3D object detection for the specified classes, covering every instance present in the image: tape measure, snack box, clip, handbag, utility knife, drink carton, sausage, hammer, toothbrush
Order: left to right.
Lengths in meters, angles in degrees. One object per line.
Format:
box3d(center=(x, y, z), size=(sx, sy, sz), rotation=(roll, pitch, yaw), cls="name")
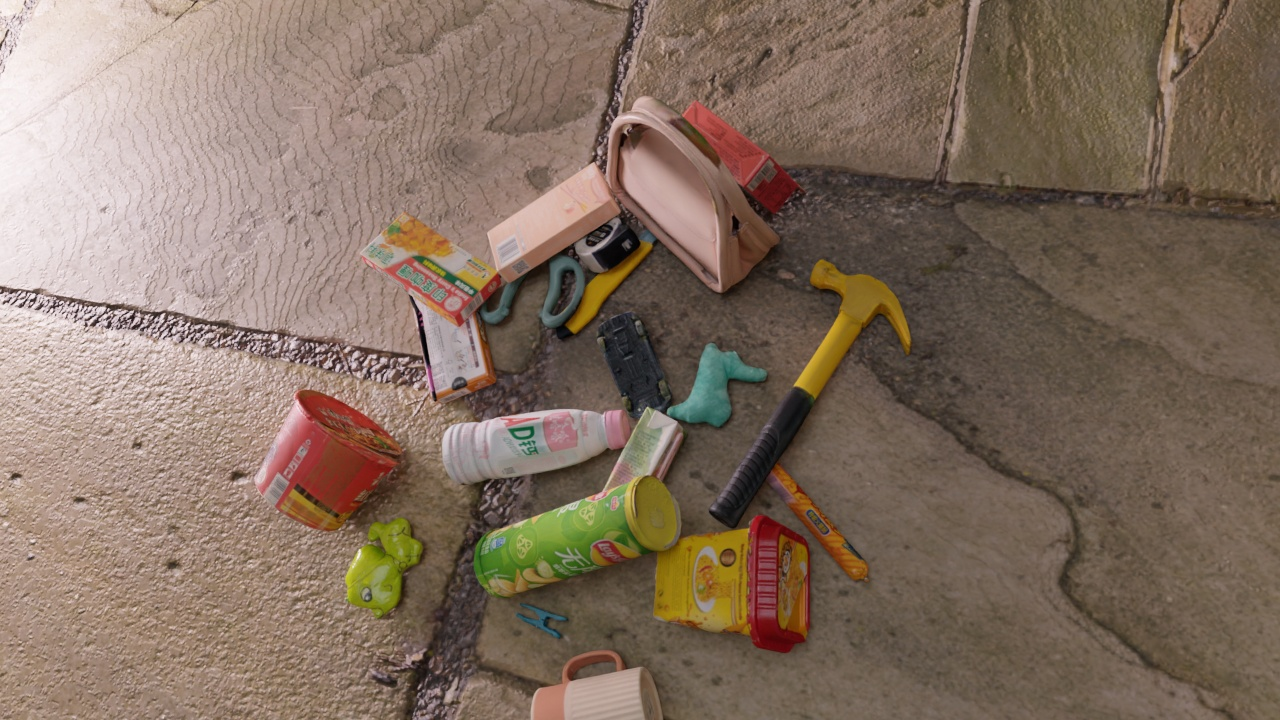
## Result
box3d(center=(-0.253, -0.036, 1.071), size=(0.018, 0.014, 0.189), rotation=(-18, 65, 1), cls="toothbrush")
box3d(center=(-0.247, -0.109, 1.081), size=(0.156, 0.027, 0.076), rotation=(33, 68, 19), cls="snack box")
box3d(center=(-0.222, -0.031, 1.083), size=(0.075, 0.026, 0.153), rotation=(-21, 65, 9), cls="snack box")
box3d(center=(-0.102, 0.266, 0.942), size=(0.057, 0.014, 0.047), rotation=(18, 78, 23), cls="clip")
box3d(center=(-0.103, -0.161, 1.071), size=(0.157, 0.026, 0.084), rotation=(-31, 44, 9), cls="snack box")
box3d(center=(-0.040, -0.134, 1.049), size=(0.066, 0.033, 0.065), rotation=(-39, 35, 1), cls="tape measure")
box3d(center=(-0.022, -0.104, 1.053), size=(0.216, 0.015, 0.033), rotation=(-46, 68, -3), cls="utility knife")
box3d(center=(0.002, 0.114, 0.944), size=(0.045, 0.053, 0.122), rotation=(26, 80, 22), cls="drink carton")
box3d(center=(0.045, -0.183, 0.933), size=(0.093, 0.234, 0.193), rotation=(-45, 74, -3), cls="handbag")
box3d(center=(0.108, -0.216, 1.001), size=(0.113, 0.127, 0.044), rotation=(44, 102, 26), cls="snack box")
box3d(center=(0.163, 0.036, 0.919), size=(0.129, 0.033, 0.300), rotation=(29, 74, 24), cls="hammer")
box3d(center=(0.166, 0.151, 0.897), size=(0.021, 0.021, 0.165), rotation=(-40, 64, 0), cls="sausage")

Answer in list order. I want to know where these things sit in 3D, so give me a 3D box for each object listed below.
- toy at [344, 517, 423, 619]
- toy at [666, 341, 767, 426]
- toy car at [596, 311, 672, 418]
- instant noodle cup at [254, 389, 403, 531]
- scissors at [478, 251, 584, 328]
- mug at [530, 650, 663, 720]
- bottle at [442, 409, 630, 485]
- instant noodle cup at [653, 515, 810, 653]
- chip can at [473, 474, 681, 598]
box3d(center=(-0.283, 0.225, 1.004), size=(0.100, 0.031, 0.096), rotation=(-37, 64, -4), cls="toy")
box3d(center=(0.082, 0.026, 0.966), size=(0.096, 0.030, 0.091), rotation=(10, 76, 14), cls="toy")
box3d(center=(-0.006, 0.006, 0.998), size=(0.054, 0.037, 0.120), rotation=(-24, 75, 7), cls="toy car")
box3d(center=(-0.350, 0.113, 1.014), size=(0.138, 0.138, 0.108), rotation=(37, 92, 25), cls="instant noodle cup")
box3d(center=(-0.105, -0.103, 1.071), size=(0.171, 0.019, 0.176), rotation=(26, 74, 34), cls="scissors")
box3d(center=(-0.039, 0.328, 0.869), size=(0.106, 0.082, 0.114), rotation=(-16, 37, 9), cls="mug")
box3d(center=(-0.110, 0.088, 0.983), size=(0.197, 0.068, 0.068), rotation=(-9, 68, 10), cls="bottle")
box3d(center=(0.084, 0.209, 0.857), size=(0.124, 0.116, 0.116), rotation=(-6, 68, 27), cls="instant noodle cup")
box3d(center=(-0.068, 0.175, 0.893), size=(0.222, 0.072, 0.072), rotation=(-25, 63, 32), cls="chip can")
